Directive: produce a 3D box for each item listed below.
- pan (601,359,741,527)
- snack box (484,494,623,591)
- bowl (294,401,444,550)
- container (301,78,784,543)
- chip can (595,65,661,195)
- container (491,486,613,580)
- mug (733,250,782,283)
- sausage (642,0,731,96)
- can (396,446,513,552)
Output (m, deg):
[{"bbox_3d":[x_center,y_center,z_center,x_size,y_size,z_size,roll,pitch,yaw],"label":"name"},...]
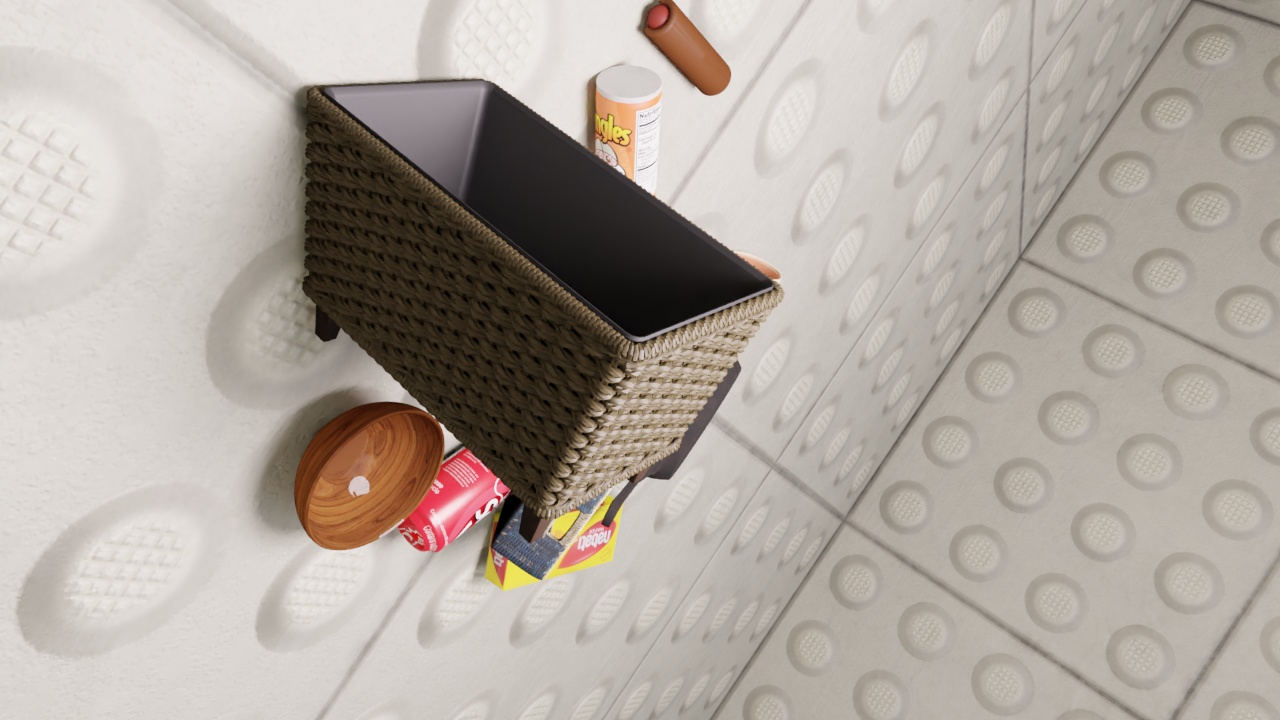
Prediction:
[{"bbox_3d":[0.048,0.116,1.288,0.354,0.043,0.249,-50,169,-44],"label":"pan"},{"bbox_3d":[-0.111,0.236,1.212,0.200,0.042,0.092,-2,108,-48],"label":"snack box"},{"bbox_3d":[-0.256,0.091,0.827,0.147,0.069,0.147,-39,148,-30],"label":"bowl"},{"bbox_3d":[-0.097,-0.041,0.686,0.176,0.321,0.205,-23,145,-48],"label":"container"},{"bbox_3d":[-0.015,-0.187,0.931,0.062,0.062,0.211,-38,148,-33],"label":"chip can"},{"bbox_3d":[-0.096,0.145,1.052,0.145,0.071,0.187,-54,-172,7],"label":"container"},{"bbox_3d":[0.140,-0.094,1.293,0.111,0.085,0.104,-72,-177,-64],"label":"mug"},{"bbox_3d":[0.049,-0.313,0.925,0.040,0.040,0.155,-60,152,6],"label":"sausage"},{"bbox_3d":[-0.192,0.139,0.983,0.142,0.074,0.075,-37,147,-35],"label":"can"}]
